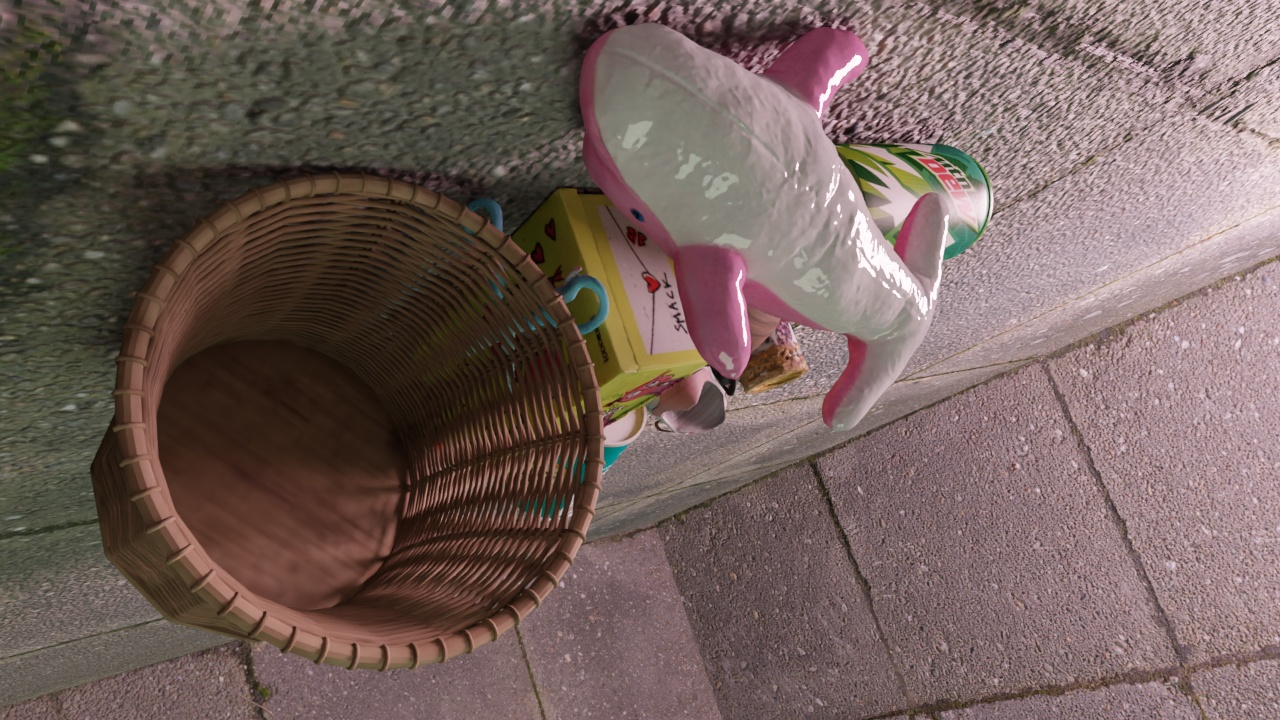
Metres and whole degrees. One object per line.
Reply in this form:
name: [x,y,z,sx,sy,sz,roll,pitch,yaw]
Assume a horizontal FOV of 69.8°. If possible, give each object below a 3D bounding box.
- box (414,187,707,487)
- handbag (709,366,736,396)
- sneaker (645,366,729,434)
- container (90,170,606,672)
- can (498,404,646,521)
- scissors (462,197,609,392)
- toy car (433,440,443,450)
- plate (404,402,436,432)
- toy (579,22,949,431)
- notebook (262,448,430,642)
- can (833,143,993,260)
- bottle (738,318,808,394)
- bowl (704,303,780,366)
box: [-0.064,-0.006,0.607,0.079,0.124,0.222,-7,164,-42]
handbag: [0.094,-0.021,0.848,0.079,0.054,0.128,-28,-162,8]
sneaker: [0.051,0.043,0.985,0.099,0.089,0.236,-38,164,6]
container: [-0.167,0.045,0.483,0.226,0.226,0.197,-8,169,-41]
can: [-0.071,0.080,0.906,0.099,0.099,0.144,-9,148,-39]
scissors: [-0.079,-0.038,0.524,0.139,0.118,0.015,-27,-167,42]
toy car: [-0.177,0.072,0.906,0.100,0.048,0.051,-18,167,-4]
plate: [-0.173,0.041,0.769,0.189,0.027,0.188,-10,-178,0]
toy: [0.056,-0.077,0.480,0.265,0.186,0.128,33,168,-34]
notebook: [-0.277,0.165,0.859,0.210,0.022,0.171,-38,-162,42]
can: [0.163,-0.103,0.615,0.143,0.083,0.083,-10,164,-35]
bottle: [0.095,-0.029,0.762,0.056,0.105,0.056,-19,167,-5]
bowl: [0.046,-0.021,0.665,0.119,0.032,0.119,-3,160,-1]
